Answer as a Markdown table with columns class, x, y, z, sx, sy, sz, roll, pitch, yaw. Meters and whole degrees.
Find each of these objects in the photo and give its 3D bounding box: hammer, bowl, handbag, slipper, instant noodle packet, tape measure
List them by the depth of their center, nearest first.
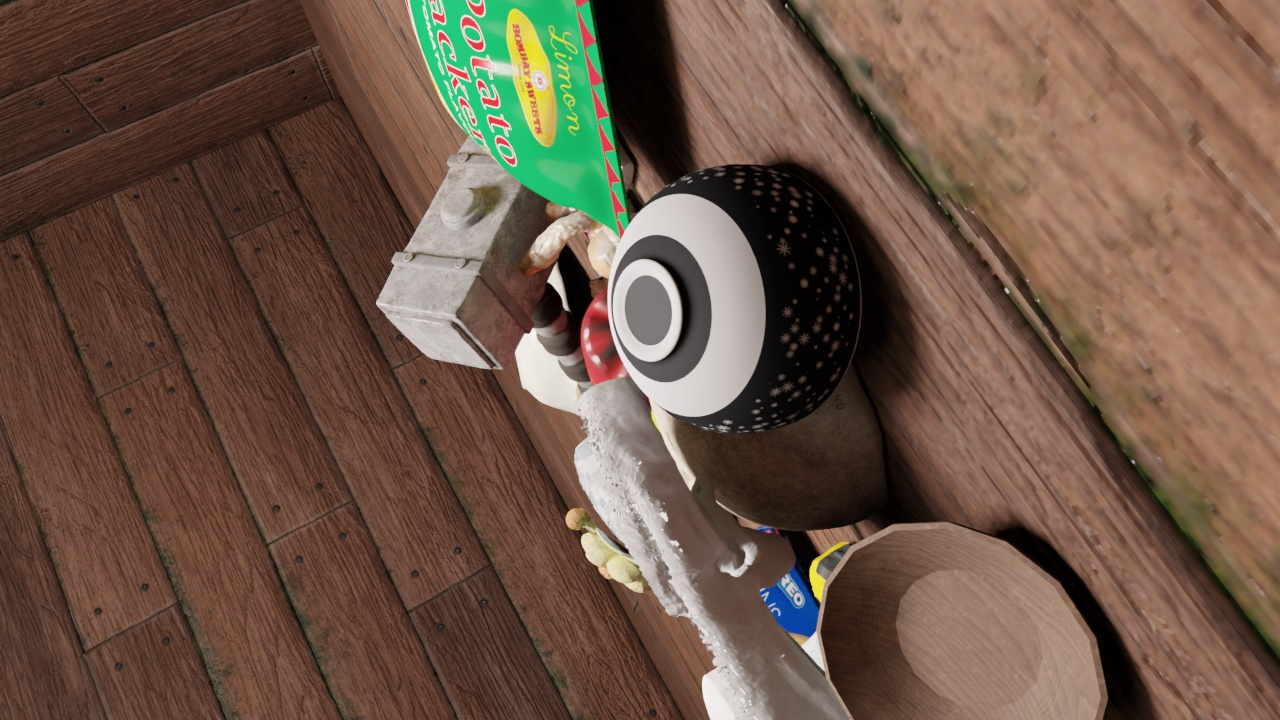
| class | x | y | z | sx | sy | sz | roll | pitch | yaw |
| --- | --- | --- | --- | --- | --- | --- | --- | --- | --- |
| bowl | 0.134 | 0.120 | 0.385 | 0.118 | 0.030 | 0.118 | 8 | 103 | 36 |
| bowl | 0.027 | -0.024 | 0.398 | 0.120 | 0.066 | 0.120 | 12 | 106 | 47 |
| slipper | 0.044 | 0.115 | 0.458 | 0.247 | 0.074 | 0.112 | 58 | 164 | -8 |
| bowl | 0.052 | 0.028 | 0.512 | 0.178 | 0.081 | 0.179 | 57 | 168 | 18 |
| instant noodle packet | -0.082 | -0.198 | 0.538 | 0.252 | 0.090 | 0.196 | 46 | 157 | 41 |
| tape measure | 0.127 | 0.143 | 0.546 | 0.065 | 0.037 | 0.064 | 55 | 166 | 32 |
| hammer | -0.071 | -0.029 | 0.768 | 0.080 | 0.176 | 0.326 | 9 | 154 | 28 |
| bowl | -0.104 | -0.030 | 0.952 | 0.219 | 0.060 | 0.188 | -117 | 18 | -70 |
| handbag | -0.020 | 0.165 | 1.004 | 0.171 | 0.123 | 0.112 | 56 | -174 | 34 |

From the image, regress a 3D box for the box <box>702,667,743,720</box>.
| class | x | y | z | sx | sy | sz | roll | pitch | yaw |
| --- | --- | --- | --- | --- | --- | --- | --- | --- | --- |
| box | 0.105 | 0.252 | 0.719 | 0.080 | 0.106 | 0.150 | 53 | 164 | 29 |

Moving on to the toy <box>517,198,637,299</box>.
| class | x | y | z | sx | sy | sz | roll | pitch | yaw |
| --- | --- | --- | --- | --- | --- | --- | --- | --- | --- |
| toy | -0.019 | -0.076 | 0.628 | 0.085 | 0.074 | 0.106 | 34 | 162 | -32 |

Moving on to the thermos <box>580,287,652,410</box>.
| class | x | y | z | sx | sy | sz | roll | pitch | yaw |
| --- | --- | --- | --- | --- | --- | --- | --- | --- | --- |
| thermos | -0.004 | 0.004 | 0.705 | 0.073 | 0.073 | 0.240 | 60 | 174 | 10 |

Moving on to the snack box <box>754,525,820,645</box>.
| class | x | y | z | sx | sy | sz | roll | pitch | yaw |
| --- | --- | --- | --- | --- | --- | --- | --- | --- | --- |
| snack box | 0.124 | 0.213 | 0.636 | 0.206 | 0.057 | 0.056 | 60 | -170 | 14 |

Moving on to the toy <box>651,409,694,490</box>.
| class | x | y | z | sx | sy | sz | roll | pitch | yaw |
| --- | --- | --- | --- | --- | --- | --- | --- | --- | --- |
| toy | 0.029 | 0.087 | 0.803 | 0.115 | 0.046 | 0.092 | 16 | 113 | 61 |

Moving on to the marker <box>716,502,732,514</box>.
| class | x | y | z | sx | sy | sz | roll | pitch | yaw |
| --- | --- | --- | --- | --- | --- | --- | --- | --- | --- |
| marker | 0.077 | 0.157 | 0.829 | 0.124 | 0.017 | 0.021 | 78 | -155 | -49 |

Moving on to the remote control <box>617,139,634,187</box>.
| class | x | y | z | sx | sy | sz | roll | pitch | yaw |
| --- | --- | --- | --- | --- | --- | --- | --- | --- | --- |
| remote control | -0.041 | -0.172 | 0.614 | 0.131 | 0.012 | 0.033 | 59 | 165 | 14 |

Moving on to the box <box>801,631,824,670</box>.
| class | x | y | z | sx | sy | sz | roll | pitch | yaw |
| --- | --- | --- | --- | --- | --- | --- | --- | --- | --- |
| box | 0.162 | 0.214 | 0.492 | 0.189 | 0.037 | 0.209 | 41 | 160 | 15 |

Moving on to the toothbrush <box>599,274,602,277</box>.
| class | x | y | z | sx | sy | sz | roll | pitch | yaw |
| --- | --- | --- | --- | --- | --- | --- | --- | --- | --- |
| toothbrush | -0.033 | -0.057 | 0.832 | 0.016 | 0.014 | 0.167 | 54 | 165 | 34 |
